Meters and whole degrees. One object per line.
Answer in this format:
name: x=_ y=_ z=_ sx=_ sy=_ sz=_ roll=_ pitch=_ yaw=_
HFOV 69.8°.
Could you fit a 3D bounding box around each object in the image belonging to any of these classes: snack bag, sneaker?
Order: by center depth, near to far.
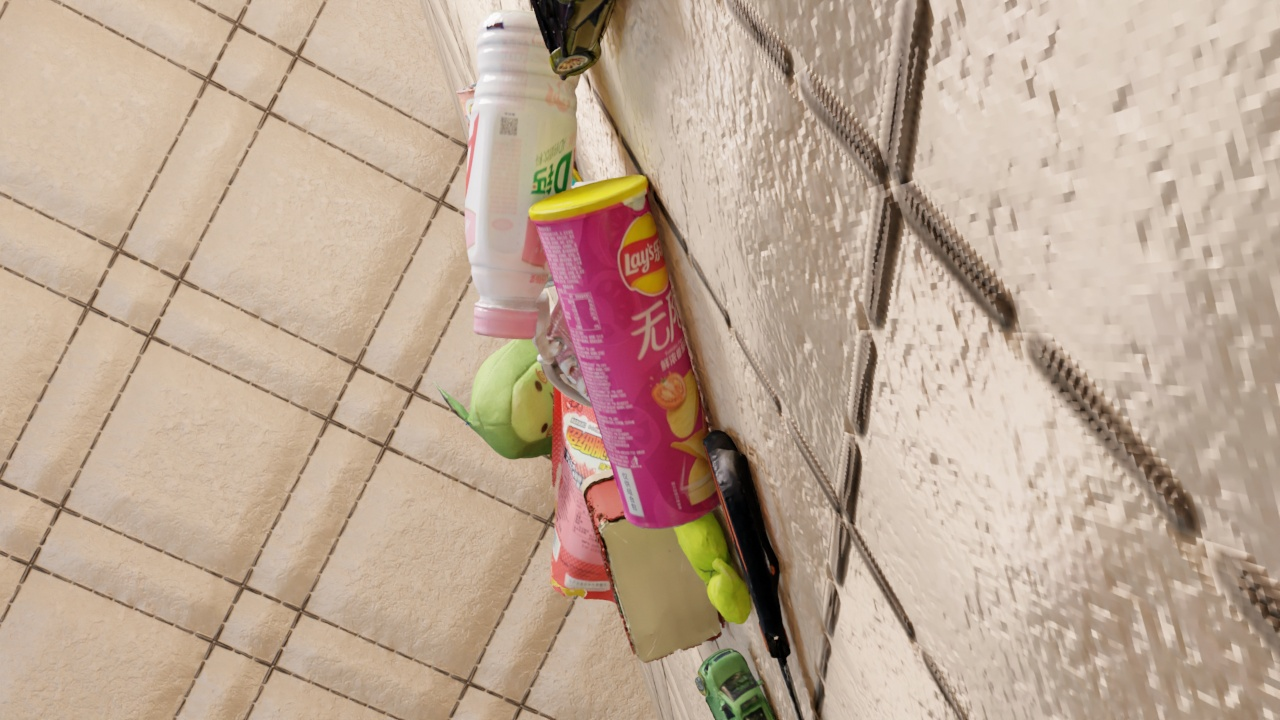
sneaker: x=-0.032 y=-0.009 z=0.669 sx=0.118 sy=0.087 sz=0.241 roll=148 pitch=104 yaw=-81
snack bag: x=-0.044 y=0.117 z=0.833 sx=0.129 sy=0.073 sz=0.208 roll=31 pitch=126 yaw=43

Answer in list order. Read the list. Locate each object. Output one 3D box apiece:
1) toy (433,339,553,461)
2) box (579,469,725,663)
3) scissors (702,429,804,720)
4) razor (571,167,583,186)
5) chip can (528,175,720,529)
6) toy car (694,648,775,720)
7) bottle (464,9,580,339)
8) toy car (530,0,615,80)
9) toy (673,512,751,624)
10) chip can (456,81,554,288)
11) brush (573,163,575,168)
toy: x=-0.091 y=0.029 z=0.921 sx=0.246 sy=0.090 sz=0.227 roll=-29 pitch=-76 yaw=-59
box: x=0.012 y=0.173 z=0.766 sx=0.079 sy=0.091 sz=0.168 roll=-117 pitch=11 yaw=-58
scissors: x=0.078 y=0.146 z=0.556 sx=0.136 sy=0.022 sz=0.235 roll=-107 pitch=-1 yaw=-56
razor: x=-0.041 y=-0.096 z=0.742 sx=0.043 sy=0.028 sz=0.133 roll=-99 pitch=-2 yaw=-72
chip can: x=-0.004 y=-0.002 z=0.565 sx=0.071 sy=0.071 sz=0.211 roll=-130 pitch=22 yaw=-68
toy car: x=0.078 y=0.268 z=0.707 sx=0.091 sy=0.043 sz=0.036 roll=62 pitch=155 yaw=5
bottle: x=-0.077 y=-0.113 z=0.579 sx=0.068 sy=0.068 sz=0.197 roll=-148 pitch=64 yaw=-77
toy car: x=-0.036 y=-0.194 z=0.453 sx=0.158 sy=0.042 sz=0.070 roll=153 pitch=98 yaw=-80
toy: x=0.050 y=0.140 z=0.660 sx=0.097 sy=0.031 sz=0.100 roll=109 pitch=138 yaw=-77
chip can: x=-0.126 y=-0.184 z=0.957 sx=0.071 sy=0.071 sz=0.215 roll=-127 pitch=21 yaw=-66
brush: x=-0.087 y=-0.168 z=0.772 sx=0.069 sy=0.063 sz=0.146 roll=-99 pitch=-2 yaw=-59
